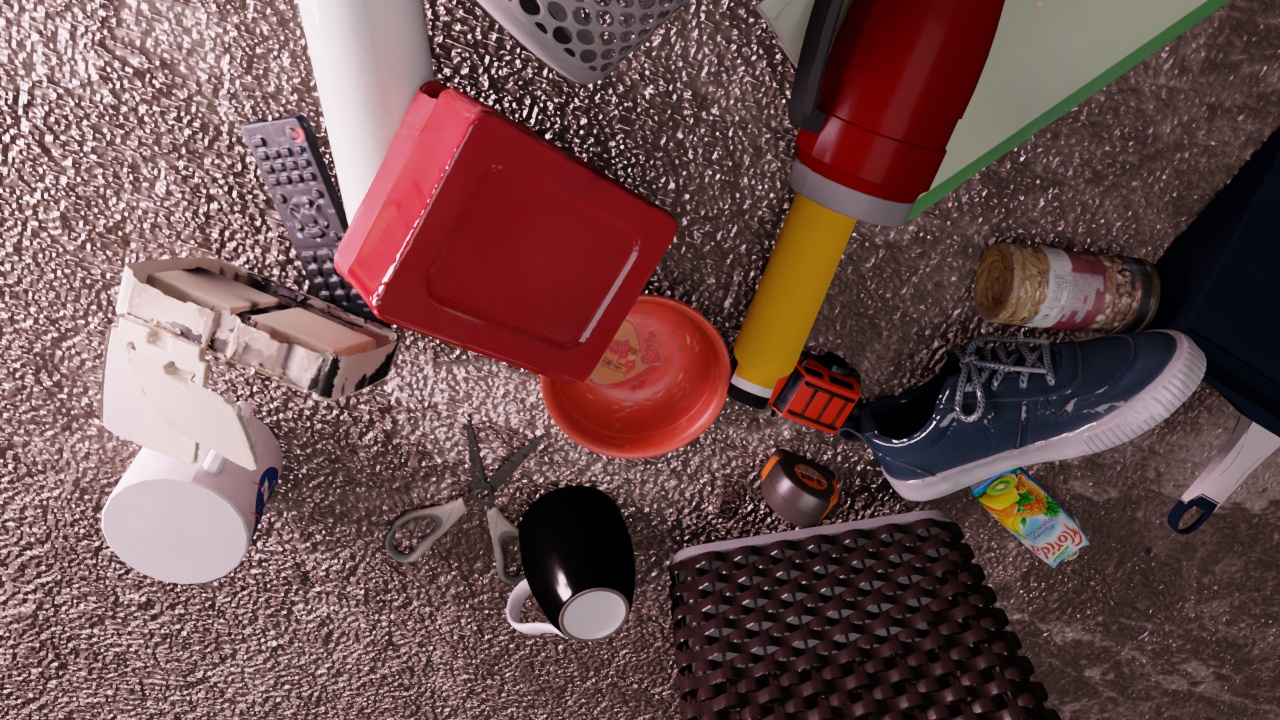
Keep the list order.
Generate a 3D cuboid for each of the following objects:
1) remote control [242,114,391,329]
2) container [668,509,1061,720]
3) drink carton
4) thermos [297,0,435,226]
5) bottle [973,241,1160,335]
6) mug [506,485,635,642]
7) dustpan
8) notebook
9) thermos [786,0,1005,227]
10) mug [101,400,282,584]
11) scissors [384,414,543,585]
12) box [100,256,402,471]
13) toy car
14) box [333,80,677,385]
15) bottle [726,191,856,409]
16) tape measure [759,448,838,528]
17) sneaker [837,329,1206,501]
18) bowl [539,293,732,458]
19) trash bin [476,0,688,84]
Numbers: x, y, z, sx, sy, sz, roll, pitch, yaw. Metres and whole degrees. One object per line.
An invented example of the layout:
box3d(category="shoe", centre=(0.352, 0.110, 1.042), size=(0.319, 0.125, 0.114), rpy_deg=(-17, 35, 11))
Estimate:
box3d(category="remote control", centre=(-0.201, -0.082, 0.585), size=(0.047, 0.022, 0.150), rpy_deg=(0, 122, 23))
box3d(category="container", centre=(0.151, 0.284, 0.673), size=(0.245, 0.243, 0.248), rpy_deg=(-9, 136, 0))
box3d(category="drink carton", centre=(0.309, 0.118, 0.738), size=(0.129, 0.038, 0.044), rpy_deg=(39, 109, -24))
box3d(category="thermos", centre=(-0.149, -0.167, 0.511), size=(0.068, 0.067, 0.230), rpy_deg=(-4, 124, -3))
box3d(category="bottle", centre=(0.291, -0.049, 0.631), size=(0.105, 0.056, 0.056), rpy_deg=(5, 119, -8))
box3d(category="mug", centre=(-0.056, 0.168, 0.690), size=(0.085, 0.100, 0.119), rpy_deg=(38, 103, -29))
box3d(category="dustpan", centre=(0.467, 0.005, 0.663), size=(0.236, 0.080, 0.274), rpy_deg=(26, 114, -18))
box3d(category="notebook", centre=(0.223, -0.221, 0.553), size=(0.253, 0.010, 0.182), rpy_deg=(-35, 117, 15))
box3d(category="thermos", centre=(0.143, -0.182, 0.509), size=(0.108, 0.084, 0.199), rpy_deg=(6, 118, -27))
box3d(category="mug", centre=(-0.299, 0.079, 0.632), size=(0.091, 0.090, 0.121), rpy_deg=(28, 114, -19))
box3d(category="scissors", centre=(-0.129, 0.118, 0.715), size=(0.157, 0.012, 0.171), rpy_deg=(-22, 119, 6))
box3d(category="box", centre=(-0.247, 0.018, 0.522), size=(0.143, 0.187, 0.105), rpy_deg=(22, 102, 6))
box3d(category="toy car", centre=(0.110, 0.017, 0.656), size=(0.100, 0.048, 0.051), rpy_deg=(19, 116, -15))
box3d(category="box", centre=(-0.076, -0.067, 0.528), size=(0.157, 0.087, 0.129), rpy_deg=(20, 107, -45))
box3d(category="bottle", centre=(0.096, -0.039, 0.603), size=(0.043, 0.043, 0.144), rpy_deg=(19, 99, -15))
box3d(category="tape measure", centre=(0.122, 0.102, 0.702), size=(0.058, 0.058, 0.038), rpy_deg=(22, 115, -14))
box3d(category="sneaker", centre=(0.254, 0.023, 0.638), size=(0.236, 0.089, 0.087), rpy_deg=(-28, 114, 32))
box3d(category="bowl", centre=(-0.004, 0.004, 0.641), size=(0.130, 0.045, 0.131), rpy_deg=(-2, 120, -4))
box3d(category="trash bin", centre=(-0.008, -0.246, 0.437), size=(0.184, 0.156, 0.156), rpy_deg=(-40, 116, 19))
